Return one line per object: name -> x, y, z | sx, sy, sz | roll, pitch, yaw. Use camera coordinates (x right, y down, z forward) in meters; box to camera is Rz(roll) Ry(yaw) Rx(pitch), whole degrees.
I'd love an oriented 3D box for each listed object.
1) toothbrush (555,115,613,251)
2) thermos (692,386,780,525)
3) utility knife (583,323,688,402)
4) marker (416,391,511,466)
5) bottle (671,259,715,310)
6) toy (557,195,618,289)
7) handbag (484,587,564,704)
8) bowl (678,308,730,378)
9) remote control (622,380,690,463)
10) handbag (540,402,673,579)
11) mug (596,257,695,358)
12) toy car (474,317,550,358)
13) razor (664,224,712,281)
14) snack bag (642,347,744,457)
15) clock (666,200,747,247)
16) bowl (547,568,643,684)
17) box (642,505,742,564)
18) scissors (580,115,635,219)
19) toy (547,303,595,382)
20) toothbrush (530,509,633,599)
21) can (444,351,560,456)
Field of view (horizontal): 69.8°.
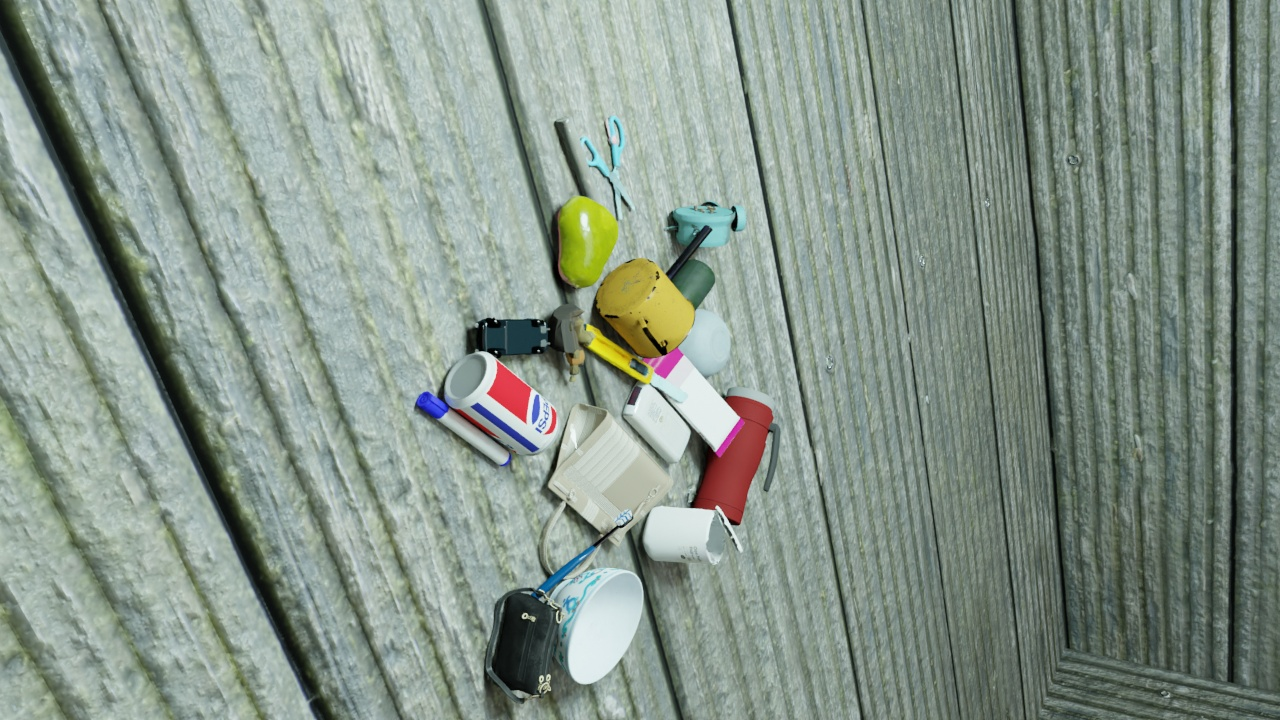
toothbrush -> -0.065, -0.218, 1.161 | 0.022, 0.024, 0.186 | -24, 118, -6
thermos -> 0.154, 0.147, 1.396 | 0.084, 0.108, 0.198 | 54, 52, -63
utility knife -> -0.007, 0.007, 1.234 | 0.223, 0.019, 0.030 | 34, 68, -41
marker -> -0.192, 0.077, 1.015 | 0.141, 0.020, 0.020 | 46, 57, -43
bottle -> 0.044, -0.069, 1.285 | 0.173, 0.055, 0.055 | -54, 131, -33
toy -> -0.070, -0.144, 1.135 | 0.090, 0.051, 0.110 | 23, 77, -48
handbag -> -0.130, 0.330, 1.061 | 0.054, 0.079, 0.128 | 24, 72, -49
bowl -> 0.102, -0.024, 1.374 | 0.106, 0.039, 0.106 | -4, 95, -52
remote control -> 0.025, 0.088, 1.292 | 0.138, 0.025, 0.060 | 49, 55, -39
handbag -> -0.064, 0.185, 1.173 | 0.175, 0.062, 0.197 | 49, 63, -41
mug -> 0.007, -0.062, 1.188 | 0.094, 0.101, 0.123 | 46, 20, -41
toy car -> -0.148, -0.027, 1.054 | 0.112, 0.034, 0.046 | -4, 96, -53
razor -> 0.048, -0.129, 1.259 | 0.144, 0.022, 0.043 | -47, 136, 2
snack bag -> 0.075, 0.051, 1.321 | 0.196, 0.016, 0.070 | 47, 69, -24
clock -> 0.101, -0.199, 1.322 | 0.124, 0.090, 0.053 | -17, 117, -40
bowl -> -0.069, 0.315, 1.133 | 0.143, 0.074, 0.144 | -29, 128, -46
box -> 0.080, 0.240, 1.280 | 0.089, 0.143, 0.080 | -59, 140, -47
scissors -> -0.043, -0.247, 1.195 | 0.111, 0.015, 0.141 | -18, 101, -50
toy -> -0.084, -0.019, 1.122 | 0.076, 0.063, 0.100 | -66, 153, -58
toothbrush -> -0.073, 0.243, 1.143 | 0.167, 0.014, 0.014 | -38, 116, -21
can -> -0.152, 0.050, 1.024 | 0.132, 0.070, 0.070 | 45, 58, -44
